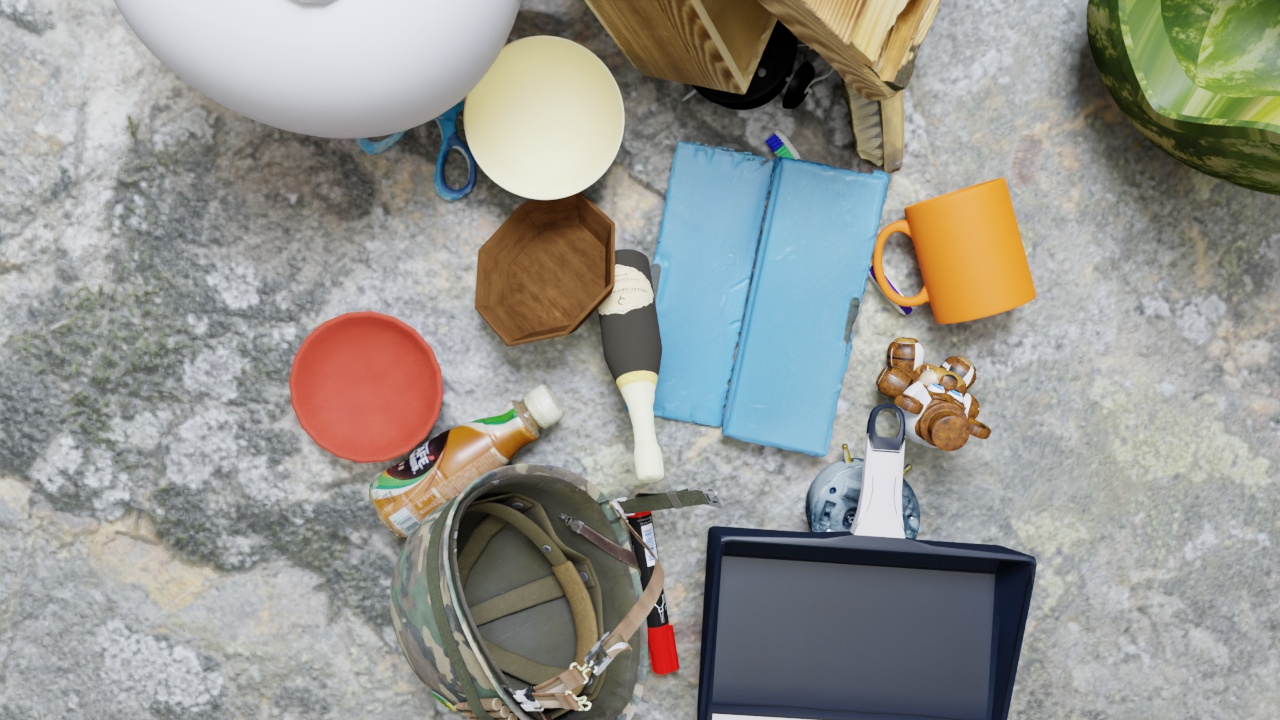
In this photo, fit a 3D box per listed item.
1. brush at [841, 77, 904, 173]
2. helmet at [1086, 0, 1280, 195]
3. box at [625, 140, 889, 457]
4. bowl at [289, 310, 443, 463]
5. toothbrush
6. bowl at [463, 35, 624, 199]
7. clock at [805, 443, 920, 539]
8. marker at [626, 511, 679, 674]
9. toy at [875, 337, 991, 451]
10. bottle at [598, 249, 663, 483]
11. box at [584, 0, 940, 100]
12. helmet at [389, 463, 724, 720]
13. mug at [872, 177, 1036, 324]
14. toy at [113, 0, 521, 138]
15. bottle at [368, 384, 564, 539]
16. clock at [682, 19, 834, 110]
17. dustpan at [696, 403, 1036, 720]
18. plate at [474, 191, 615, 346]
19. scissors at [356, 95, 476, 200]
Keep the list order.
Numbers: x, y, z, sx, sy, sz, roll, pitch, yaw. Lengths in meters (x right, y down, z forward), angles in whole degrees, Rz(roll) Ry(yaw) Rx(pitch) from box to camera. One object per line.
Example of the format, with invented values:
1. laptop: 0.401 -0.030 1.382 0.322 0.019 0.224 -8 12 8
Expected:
1. brush: 0.175 -0.243 0.715 0.043 0.059 0.195 -9 98 11
2. helmet: 0.447 -0.229 0.631 0.242 0.247 0.213 5 118 -39
3. box: 0.090 -0.049 0.741 0.174 0.033 0.232 10 100 4
4. bowl: -0.219 0.020 0.747 0.122 0.035 0.122 0 96 -1
5. toothbrush: 0.163 -0.110 0.750 0.016 0.015 0.186 -37 96 4
6. bowl: -0.071 -0.181 0.709 0.118 0.074 0.118 0 96 -1
7. clock: 0.176 0.138 0.757 0.090 0.052 0.129 19 95 -3
8. marker: 0.010 0.192 0.775 0.023 0.021 0.145 -8 96 7
9. toy: 0.231 0.031 0.720 0.087 0.112 0.067 20 106 -3
10. bottle: -0.004 0.004 0.700 0.045 0.045 0.184 -8 65 0
11. box: 0.087 -0.344 0.550 0.221 0.258 0.279 22 85 30
12. helmet: -0.066 0.183 0.683 0.224 0.192 0.237 44 130 -13
13. mug: 0.242 -0.081 0.726 0.113 0.077 0.096 -16 96 13
14. toy: -0.199 -0.287 0.598 0.263 0.280 0.266 16 115 -2
15. bottle: -0.137 0.078 0.742 0.167 0.059 0.059 -34 95 3
16. clock: 0.090 -0.237 0.706 0.121 0.042 0.091 -2 90 16
17. dustpan: 0.170 0.170 0.689 0.236 0.080 0.273 4 85 0
18. plate: -0.070 -0.069 0.718 0.131 0.025 0.131 -10 66 23
19. scissors: -0.155 -0.191 0.739 0.137 0.012 0.127 -36 95 1
